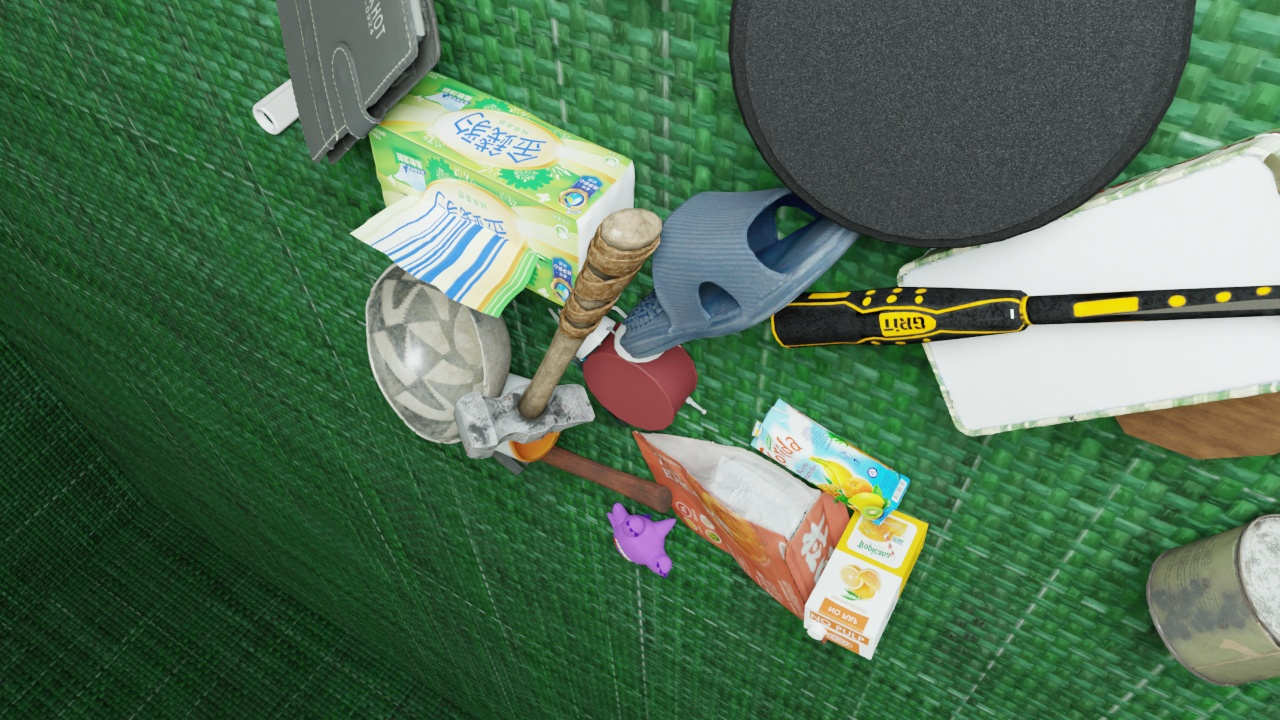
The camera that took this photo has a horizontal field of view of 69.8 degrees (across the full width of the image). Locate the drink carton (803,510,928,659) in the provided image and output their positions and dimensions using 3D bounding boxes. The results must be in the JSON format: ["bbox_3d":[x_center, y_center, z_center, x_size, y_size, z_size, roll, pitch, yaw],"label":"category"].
[{"bbox_3d":[0.185,0.180,0.759,0.058,0.122,0.040,21,145,25],"label":"drink carton"}]

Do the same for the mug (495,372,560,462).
[{"bbox_3d":[-0.145,0.053,0.963,0.105,0.082,0.082,17,142,32],"label":"mug"}]

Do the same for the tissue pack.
[{"bbox_3d":[-0.120,-0.106,0.679,0.198,0.141,0.120,24,145,21],"label":"tissue pack"}]

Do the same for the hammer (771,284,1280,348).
[{"bbox_3d":[0.199,-0.023,0.471,0.321,0.036,0.123,-1,110,48],"label":"hammer"}]

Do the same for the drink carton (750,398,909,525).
[{"bbox_3d":[0.152,0.082,0.746,0.129,0.038,0.044,32,148,10],"label":"drink carton"}]

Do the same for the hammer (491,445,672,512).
[{"bbox_3d":[-0.086,0.107,1.002,0.301,0.028,0.111,15,143,40],"label":"hammer"}]

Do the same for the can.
[{"bbox_3d":[0.375,0.149,0.563,0.090,0.089,0.075,36,148,3],"label":"can"}]

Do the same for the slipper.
[{"bbox_3d":[0.048,-0.070,0.615,0.082,0.101,0.264,52,152,-9],"label":"slipper"}]

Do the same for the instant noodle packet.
[{"bbox_3d":[0.091,0.155,0.880,0.221,0.083,0.164,21,150,40],"label":"instant noodle packet"}]

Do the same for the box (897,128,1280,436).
[{"bbox_3d":[0.243,-0.031,0.479,0.206,0.050,0.117,-21,92,52],"label":"box"}]

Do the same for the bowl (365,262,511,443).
[{"bbox_3d":[-0.186,-0.016,0.900,0.179,0.081,0.178,13,112,34],"label":"bowl"}]

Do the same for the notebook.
[{"bbox_3d":[-0.200,-0.239,0.626,0.210,0.029,0.169,-15,86,55],"label":"notebook"}]

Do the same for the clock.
[{"bbox_3d":[-0.004,0.004,0.793,0.096,0.048,0.138,3,134,42],"label":"clock"}]

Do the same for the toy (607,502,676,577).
[{"bbox_3d":[0.001,0.198,1.030,0.106,0.055,0.088,55,149,-9],"label":"toy"}]

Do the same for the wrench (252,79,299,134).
[{"bbox_3d":[-0.276,-0.239,0.784,0.274,0.018,0.066,-6,128,49],"label":"wrench"}]

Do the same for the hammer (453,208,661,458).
[{"bbox_3d":[-0.053,-0.012,0.670,0.049,0.121,0.320,68,153,18],"label":"hammer"}]

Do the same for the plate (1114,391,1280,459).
[{"bbox_3d":[0.313,0.012,0.512,0.131,0.025,0.131,26,146,19],"label":"plate"}]

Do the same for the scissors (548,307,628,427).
[{"bbox_3d":[-0.040,0.014,0.869,0.126,0.019,0.144,27,145,18],"label":"scissors"}]

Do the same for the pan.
[{"bbox_3d":[0.105,-0.205,0.392,0.205,0.043,0.356,-13,118,32],"label":"pan"}]
